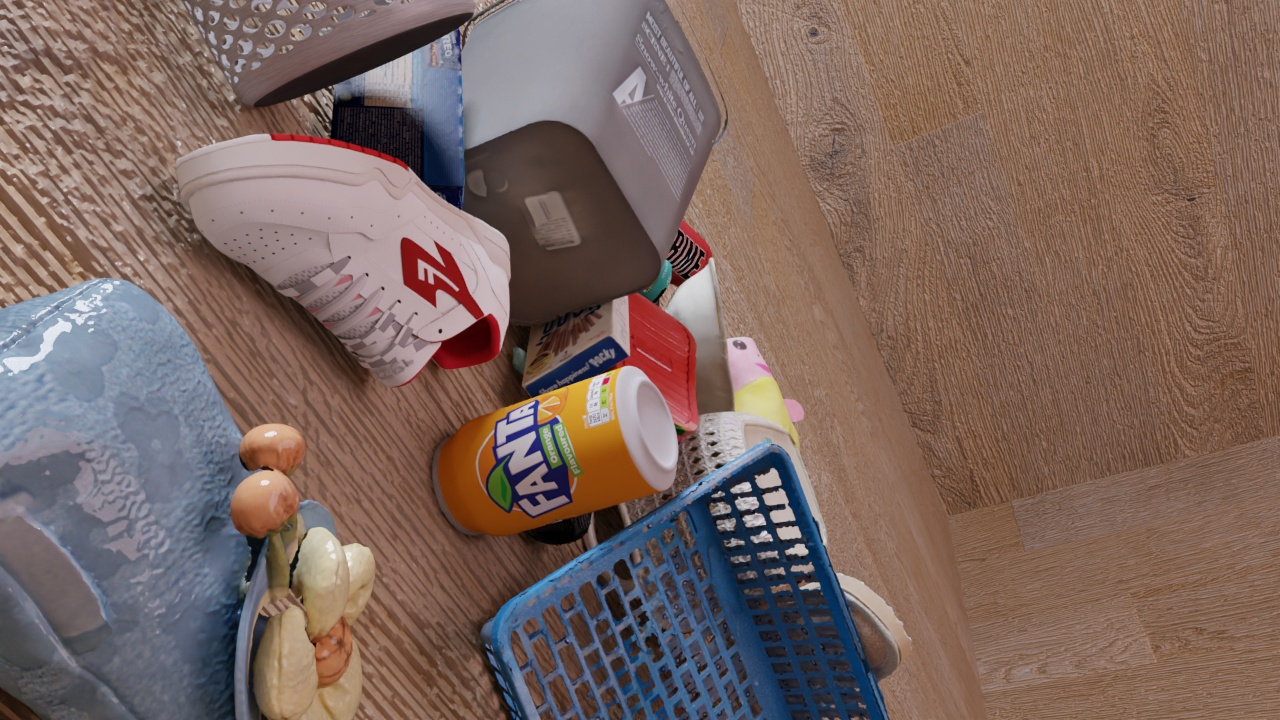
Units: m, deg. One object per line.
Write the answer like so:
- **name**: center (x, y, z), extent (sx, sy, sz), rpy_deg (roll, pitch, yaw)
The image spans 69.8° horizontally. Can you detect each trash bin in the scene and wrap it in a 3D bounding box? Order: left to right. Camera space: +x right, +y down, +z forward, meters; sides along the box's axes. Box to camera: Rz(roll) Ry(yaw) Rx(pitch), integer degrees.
- **trash bin**: center (-0.189, -0.248, 0.489), extent (0.156, 0.157, 0.183), rpy_deg (-61, 131, -63)
- **trash bin**: center (-0.056, -0.166, 0.720), extent (0.197, 0.198, 0.219), rpy_deg (56, 32, -34)

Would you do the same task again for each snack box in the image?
- **snack box**: center (-0.157, -0.162, 0.597), extent (0.027, 0.082, 0.150), rpy_deg (112, -24, -58)
- **snack box**: center (-0.049, -0.031, 0.721), extent (0.026, 0.082, 0.149), rpy_deg (53, 18, -28)

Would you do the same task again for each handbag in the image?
- **handbag**: center (-0.164, 0.067, 0.323), extent (0.121, 0.119, 0.192), rpy_deg (-70, 142, -59)

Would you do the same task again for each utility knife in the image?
- **utility knife**: center (-0.066, 0.024, 0.764), extent (0.147, 0.015, 0.022), rpy_deg (40, 26, -59)

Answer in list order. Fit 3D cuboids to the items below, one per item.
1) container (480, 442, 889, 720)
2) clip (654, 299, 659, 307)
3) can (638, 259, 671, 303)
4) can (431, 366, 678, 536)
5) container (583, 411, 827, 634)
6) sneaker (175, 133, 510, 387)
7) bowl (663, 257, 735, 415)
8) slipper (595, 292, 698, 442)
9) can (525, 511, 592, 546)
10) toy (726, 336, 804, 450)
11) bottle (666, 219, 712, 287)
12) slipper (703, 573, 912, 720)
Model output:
- **container**: center (0.049, 0.267, 0.610), extent (0.256, 0.089, 0.362), rpy_deg (-25, 97, -38)
- **clip**: center (-0.018, -0.065, 0.942), extent (0.164, 0.031, 0.172), rpy_deg (33, 41, -56)
- **can**: center (-0.022, -0.096, 0.877), extent (0.101, 0.055, 0.054), rpy_deg (33, 36, -21)
- **can**: center (-0.053, 0.060, 0.575), extent (0.079, 0.143, 0.079), rpy_deg (51, 28, -42)
- **container**: center (0.066, 0.134, 0.814), extent (0.251, 0.143, 0.184), rpy_deg (18, 51, -65)
- **sneaker**: center (-0.149, -0.041, 0.518), extent (0.236, 0.090, 0.104), rpy_deg (27, 53, -67)
- **bowl**: center (0.060, -0.005, 0.966), extent (0.188, 0.060, 0.220), rpy_deg (-95, 175, -49)
- **slipper**: center (-0.005, 0.004, 0.758), extent (0.103, 0.059, 0.248), rpy_deg (34, 20, -14)
- **can**: center (-0.055, 0.074, 0.685), extent (0.054, 0.054, 0.137), rpy_deg (58, 24, -31)
- **toy**: center (0.142, 0.080, 1.134), extent (0.189, 0.088, 0.238), rpy_deg (0, 66, -48)
- **bottle**: center (0.017, -0.131, 0.962), extent (0.176, 0.062, 0.062), rpy_deg (29, 46, -61)
- **slipper**: center (0.120, 0.250, 0.750), extent (0.053, 0.273, 0.114), rpy_deg (-25, 70, -35)
